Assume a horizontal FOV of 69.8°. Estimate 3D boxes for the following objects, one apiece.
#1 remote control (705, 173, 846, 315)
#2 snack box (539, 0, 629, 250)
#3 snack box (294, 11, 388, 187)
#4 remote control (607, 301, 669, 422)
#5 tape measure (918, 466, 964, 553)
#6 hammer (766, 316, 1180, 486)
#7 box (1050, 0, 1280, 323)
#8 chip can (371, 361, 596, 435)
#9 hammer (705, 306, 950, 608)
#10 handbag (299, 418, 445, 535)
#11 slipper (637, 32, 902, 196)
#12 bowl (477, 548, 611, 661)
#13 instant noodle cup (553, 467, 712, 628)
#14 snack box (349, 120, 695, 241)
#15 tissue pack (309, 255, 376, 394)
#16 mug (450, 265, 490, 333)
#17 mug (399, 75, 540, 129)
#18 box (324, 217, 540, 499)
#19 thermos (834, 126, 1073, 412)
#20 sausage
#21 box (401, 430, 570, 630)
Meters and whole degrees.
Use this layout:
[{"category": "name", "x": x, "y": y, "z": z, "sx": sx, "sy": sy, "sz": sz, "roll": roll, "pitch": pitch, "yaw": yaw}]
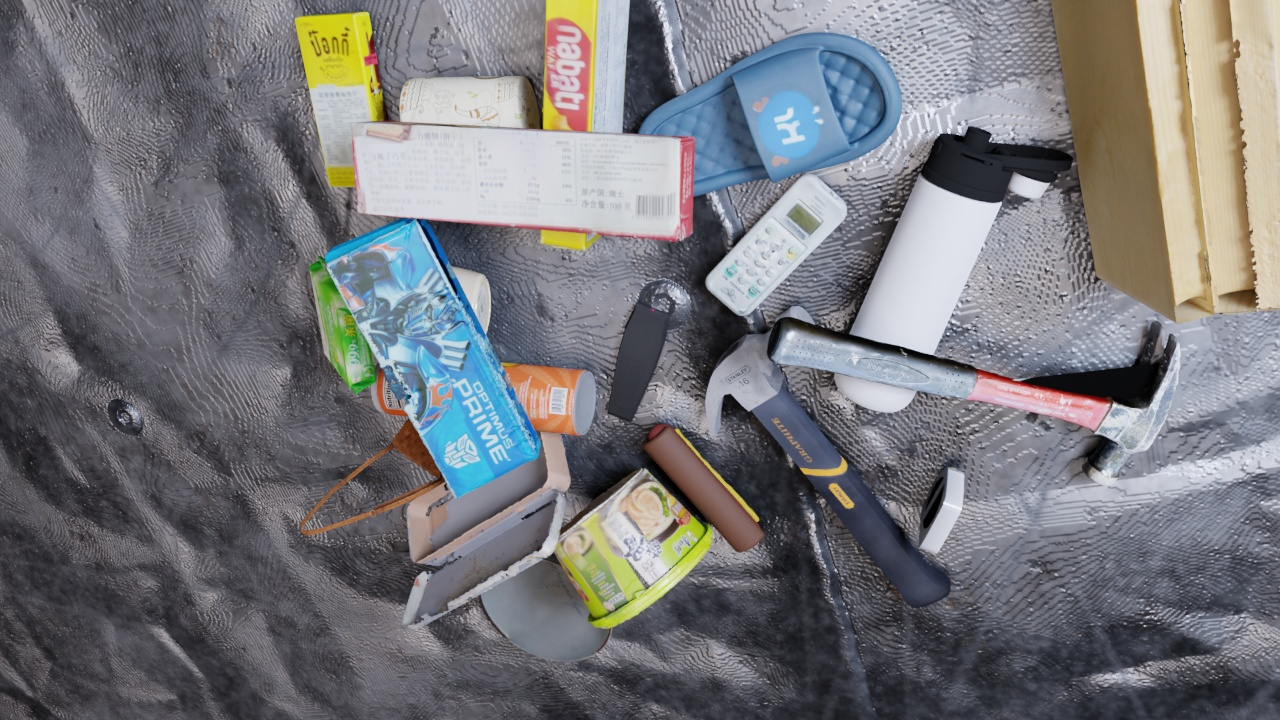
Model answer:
[{"category": "remote control", "x": 0.112, "y": -0.096, "z": 0.769, "sx": 0.050, "sy": 0.022, "sz": 0.134, "roll": 41, "pitch": 120, "yaw": -4}, {"category": "snack box", "x": -0.044, "y": -0.196, "z": 0.729, "sx": 0.042, "sy": 0.092, "sz": 0.201, "roll": 11, "pitch": 118, "yaw": 12}, {"category": "snack box", "x": -0.261, "y": -0.231, "z": 0.820, "sx": 0.061, "sy": 0.025, "sz": 0.149, "roll": 4, "pitch": 116, "yaw": 16}, {"category": "remote control", "x": -0.005, "y": 0.005, "z": 0.862, "sx": 0.039, "sy": 0.010, "sz": 0.125, "roll": 21, "pitch": 120, "yaw": 7}, {"category": "tape measure", "x": 0.265, "y": 0.130, "z": 0.808, "sx": 0.017, "sy": 0.064, "sz": 0.065, "roll": 20, "pitch": 126, "yaw": 7}, {"category": "hammer", "x": 0.259, "y": 0.009, "z": 0.710, "sx": 0.326, "sy": 0.036, "sz": 0.141, "roll": 12, "pitch": 119, "yaw": -10}, {"category": "box", "x": 0.356, "y": -0.162, "z": 0.599, "sx": 0.149, "sy": 0.140, "sz": 0.249, "roll": -8, "pitch": 112, "yaw": 29}, {"category": "chip can", "x": -0.153, "y": 0.032, "z": 0.892, "sx": 0.210, "sy": 0.062, "sz": 0.062, "roll": 5, "pitch": 116, "yaw": 15}, {"category": "hammer", "x": 0.182, "y": 0.105, "z": 0.840, "sx": 0.140, "sy": 0.035, "sz": 0.312, "roll": -35, "pitch": 101, "yaw": 30}, {"category": "handbag", "x": -0.240, "y": 0.106, "z": 0.881, "sx": 0.093, "sy": 0.195, "sz": 0.043, "roll": 25, "pitch": 131, "yaw": 37}, {"category": "slipper", "x": 0.091, "y": -0.186, "z": 0.712, "sx": 0.214, "sy": 0.059, "sz": 0.104, "roll": -12, "pitch": 109, "yaw": 24}, {"category": "bowl", "x": -0.095, "y": 0.248, "z": 0.981, "sx": 0.151, "sy": 0.056, "sz": 0.151, "roll": 9, "pitch": 121, "yaw": 14}, {"category": "instant noodle cup", "x": -0.013, "y": 0.174, "z": 0.877, "sx": 0.146, "sy": 0.145, "sz": 0.098, "roll": -38, "pitch": 89, "yaw": 29}, {"category": "snack box", "x": -0.093, "y": -0.139, "z": 0.697, "sx": 0.273, "sy": 0.044, "sz": 0.077, "roll": 7, "pitch": 110, "yaw": 19}, {"category": "tissue pack", "x": -0.287, "y": -0.038, "z": 0.886, "sx": 0.099, "sy": 0.034, "sz": 0.114, "roll": 36, "pitch": 134, "yaw": 50}, {"category": "mug", "x": -0.196, "y": -0.043, "z": 0.867, "sx": 0.104, "sy": 0.085, "sz": 0.112, "roll": 3, "pitch": 144, "yaw": 5}, {"category": "mug", "x": -0.137, "y": -0.181, "z": 0.772, "sx": 0.097, "sy": 0.081, "sz": 0.122, "roll": -5, "pitch": 98, "yaw": 12}, {"category": "box", "x": -0.177, "y": 0.002, "z": 0.797, "sx": 0.091, "sy": 0.066, "sz": 0.243, "roll": -21, "pitch": 111, "yaw": 9}, {"category": "thermos", "x": 0.238, "y": -0.065, "z": 0.722, "sx": 0.101, "sy": 0.068, "sz": 0.230, "roll": 16, "pitch": 118, "yaw": 0}, {"category": "sausage", "x": 0.062, "y": 0.122, "z": 0.883, "sx": 0.040, "sy": 0.040, "sz": 0.155, "roll": -36, "pitch": 100, "yaw": 29}, {"category": "box", "x": -0.159, "y": 0.167, "z": 0.917, "sx": 0.217, "sy": 0.156, "sz": 0.063, "roll": -33, "pitch": 124, "yaw": 28}]
